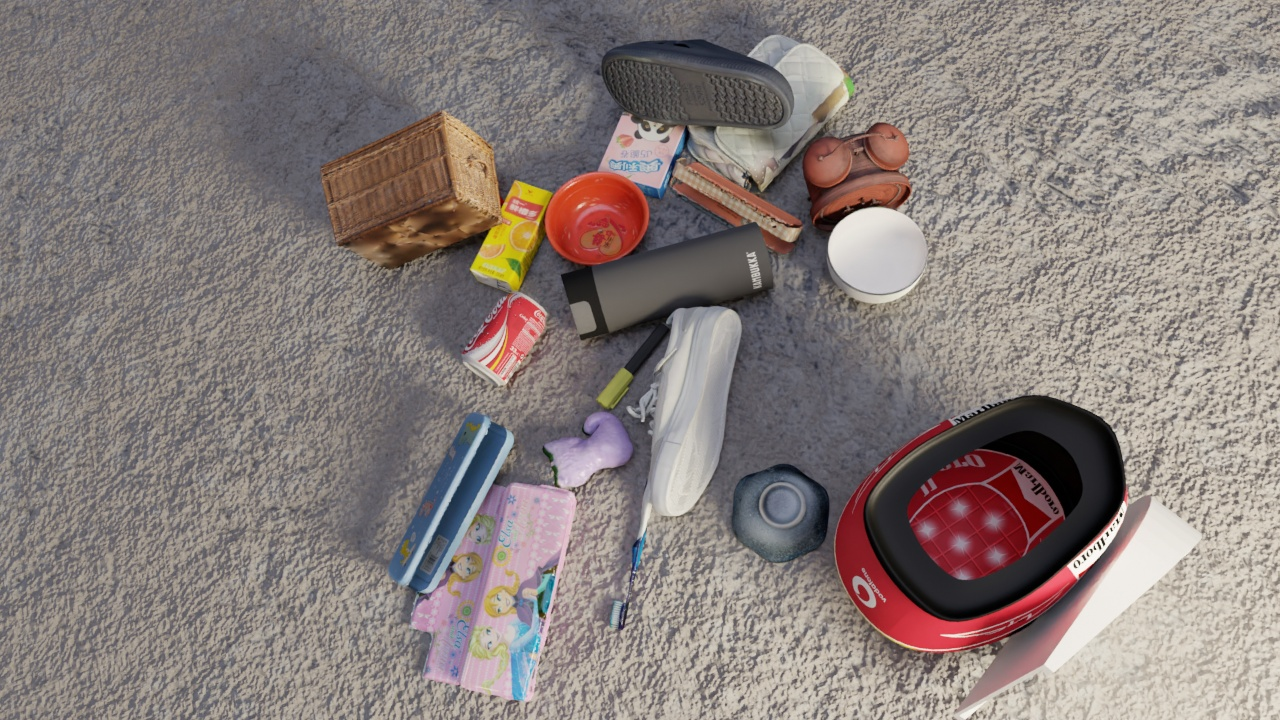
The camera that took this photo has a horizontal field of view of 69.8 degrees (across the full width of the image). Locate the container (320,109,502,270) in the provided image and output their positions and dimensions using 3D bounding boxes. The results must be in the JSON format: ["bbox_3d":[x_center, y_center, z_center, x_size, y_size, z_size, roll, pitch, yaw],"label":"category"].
[{"bbox_3d":[-0.279,-0.204,1.130,0.199,0.113,0.112,-19,72,19],"label":"container"}]

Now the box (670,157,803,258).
[{"bbox_3d":[0.117,-0.190,1.144,0.188,0.064,0.056,36,42,20],"label":"box"}]

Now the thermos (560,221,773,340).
[{"bbox_3d":[0.030,-0.093,1.089,0.240,0.082,0.082,-15,69,2],"label":"thermos"}]

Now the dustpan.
[{"bbox_3d":[0.419,0.235,0.855,0.053,0.192,0.257,41,63,19],"label":"dustpan"}]

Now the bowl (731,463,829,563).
[{"bbox_3d":[0.152,0.162,0.996,0.110,0.055,0.110,-2,71,6],"label":"bowl"}]

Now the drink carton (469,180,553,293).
[{"bbox_3d":[-0.157,-0.156,1.159,0.058,0.043,0.134,20,75,11],"label":"drink carton"}]

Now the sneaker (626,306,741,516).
[{"bbox_3d":[0.042,0.054,1.040,0.091,0.089,0.242,7,79,37],"label":"sneaker"}]

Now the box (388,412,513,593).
[{"bbox_3d":[-0.223,0.154,1.031,0.068,0.059,0.209,20,76,32],"label":"box"}]

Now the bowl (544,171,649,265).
[{"bbox_3d":[-0.052,-0.169,1.147,0.130,0.045,0.130,-2,70,6],"label":"bowl"}]

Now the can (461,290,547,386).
[{"bbox_3d":[-0.162,-0.027,1.100,0.064,0.064,0.104,29,76,16],"label":"can"}]

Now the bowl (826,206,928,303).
[{"bbox_3d":[0.274,-0.116,1.076,0.113,0.063,0.113,-2,70,6],"label":"bowl"}]

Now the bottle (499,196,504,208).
[{"bbox_3d":[-0.221,-0.232,1.197,0.036,0.036,0.119,-37,69,-7],"label":"bottle"}]

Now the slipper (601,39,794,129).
[{"bbox_3d":[0.070,-0.345,1.100,0.268,0.111,0.083,18,66,31],"label":"slipper"}]

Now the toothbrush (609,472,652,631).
[{"bbox_3d":[-0.005,0.205,1.022,0.017,0.016,0.188,7,71,20],"label":"toothbrush"}]

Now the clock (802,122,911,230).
[{"bbox_3d":[0.249,-0.216,1.066,0.120,0.158,0.072,-15,74,2],"label":"clock"}]

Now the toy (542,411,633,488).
[{"bbox_3d":[-0.061,0.101,1.054,0.099,0.036,0.080,-20,56,-8],"label":"toy"}]

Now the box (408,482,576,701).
[{"bbox_3d":[-0.171,0.245,1.019,0.159,0.035,0.230,9,70,10],"label":"box"}]

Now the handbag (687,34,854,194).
[{"bbox_3d":[0.159,-0.314,1.158,0.139,0.072,0.194,38,79,18],"label":"handbag"}]

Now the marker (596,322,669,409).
[{"bbox_3d":[-0.006,0.006,1.093,0.021,0.017,0.123,42,77,-15],"label":"marker"}]

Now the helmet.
[{"bbox_3d":[0.319,0.160,0.881,0.271,0.224,0.197,-36,67,7],"label":"helmet"}]

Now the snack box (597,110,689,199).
[{"bbox_3d":[0.013,-0.289,1.189,0.088,0.033,0.154,18,73,13],"label":"snack box"}]
